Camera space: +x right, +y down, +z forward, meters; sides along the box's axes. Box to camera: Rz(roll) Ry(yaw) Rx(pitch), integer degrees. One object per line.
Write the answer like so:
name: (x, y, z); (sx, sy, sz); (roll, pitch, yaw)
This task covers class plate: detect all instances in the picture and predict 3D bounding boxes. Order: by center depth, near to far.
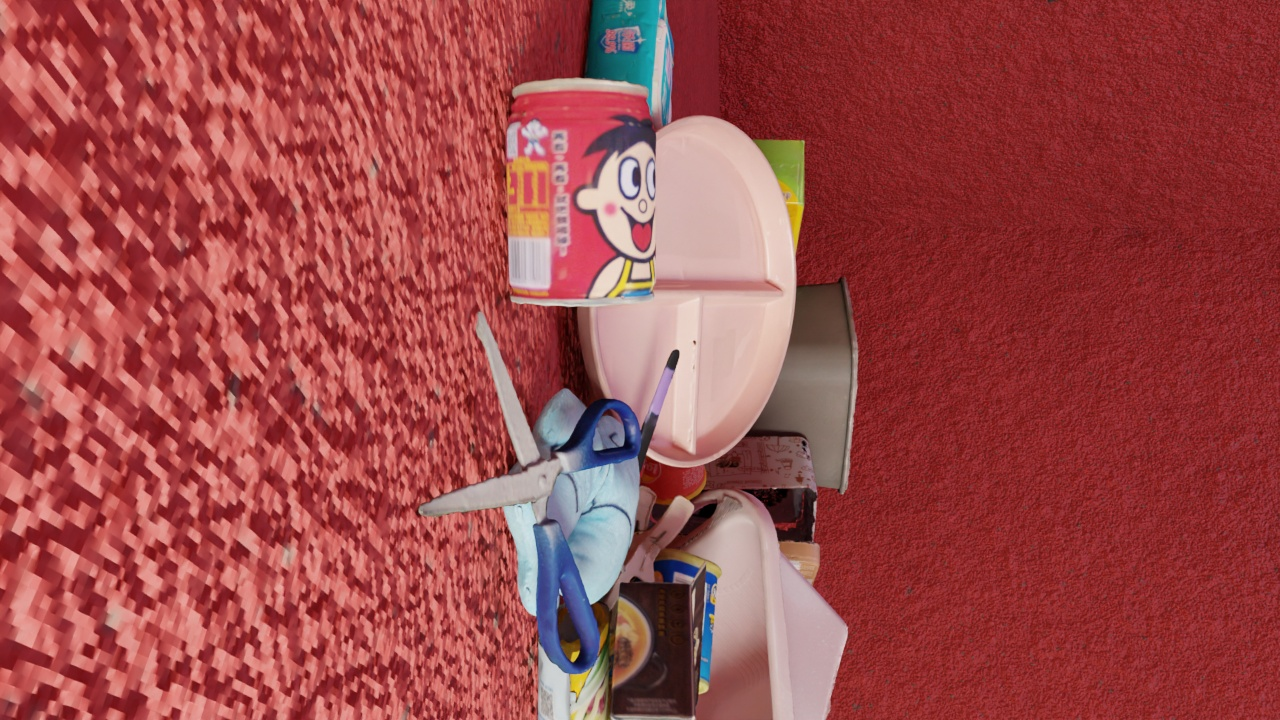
plate: (0.036, -0.044, 0.610); (0.228, 0.028, 0.229); (-11, 105, -49)

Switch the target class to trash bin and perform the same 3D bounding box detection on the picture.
trash bin: (0.121, 0.026, 1.020); (0.198, 0.220, 0.199); (-79, 167, -56)

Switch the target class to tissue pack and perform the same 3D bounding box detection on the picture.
tissue pack: (-0.007, -0.180, 0.617); (0.093, 0.050, 0.133); (75, 18, -66)

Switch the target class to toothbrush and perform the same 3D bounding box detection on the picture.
toothbrush: (-0.008, 0.082, 0.560); (0.014, 0.017, 0.189); (7, 106, -48)

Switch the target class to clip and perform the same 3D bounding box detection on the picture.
clip: (-0.003, 0.132, 0.607); (0.070, 0.034, 0.099); (1, -122, 57)

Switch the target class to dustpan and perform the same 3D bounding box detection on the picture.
dustpan: (0.025, 0.224, 0.645); (0.223, 0.139, 0.272); (-45, 180, 36)

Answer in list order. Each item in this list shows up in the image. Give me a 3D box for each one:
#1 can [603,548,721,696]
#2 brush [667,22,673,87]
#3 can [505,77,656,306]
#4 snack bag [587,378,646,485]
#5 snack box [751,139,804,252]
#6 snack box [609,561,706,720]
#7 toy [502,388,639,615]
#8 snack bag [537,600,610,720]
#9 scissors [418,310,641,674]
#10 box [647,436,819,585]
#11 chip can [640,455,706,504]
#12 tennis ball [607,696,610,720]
can: (0.008, 0.188, 0.637); (0.102, 0.057, 0.083); (-38, -145, 47)
brush: (0.001, -0.275, 0.653); (0.255, 0.046, 0.083); (64, 24, -64)
can: (-0.026, -0.073, 0.407); (0.066, 0.066, 0.094); (-50, 140, -79)
snack bag: (-0.004, 0.004, 0.650); (0.128, 0.073, 0.207); (22, 77, -75)
snack box: (0.087, -0.151, 0.954); (0.210, 0.158, 0.070); (70, 24, -72)
snack box: (0.011, 0.192, 0.508); (0.125, 0.053, 0.113); (-87, 178, -66)
toy: (-0.030, 0.077, 0.478); (0.161, 0.050, 0.156); (-74, 162, -48)
snack bag: (-0.037, 0.235, 0.500); (0.110, 0.039, 0.191); (-135, -134, -84)
scissors: (-0.036, 0.054, 0.385); (0.162, 0.012, 0.176); (-44, 128, -57)
box: (0.084, 0.178, 0.919); (0.147, 0.181, 0.147); (-86, 173, -55)
chip can: (0.020, 0.026, 0.798); (0.073, 0.073, 0.217); (-80, 169, -53)
tennis ball: (-0.011, 0.250, 0.593); (0.065, 0.065, 0.065); (3, 89, -83)
